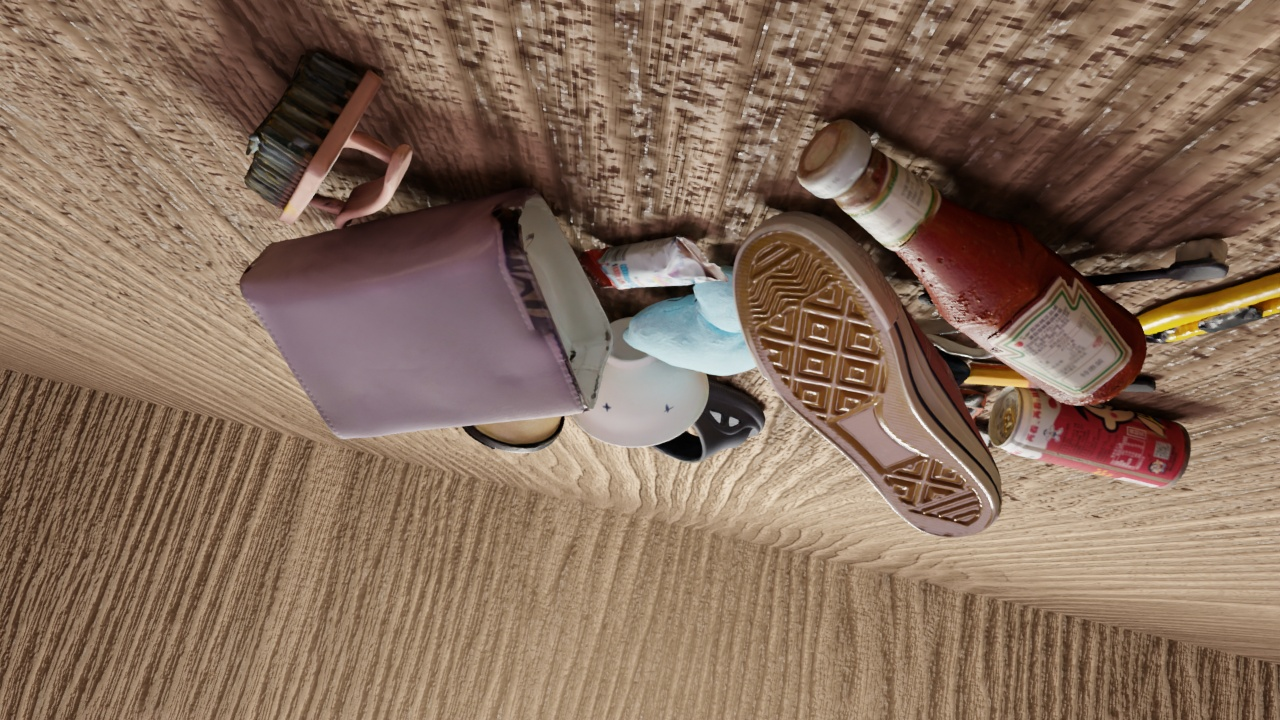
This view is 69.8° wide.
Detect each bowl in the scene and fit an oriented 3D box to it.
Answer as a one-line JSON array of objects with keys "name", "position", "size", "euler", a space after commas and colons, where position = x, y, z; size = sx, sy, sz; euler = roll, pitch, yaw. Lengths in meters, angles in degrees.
[{"name": "bowl", "position": [-0.004, 0.004, 0.740], "size": [0.118, 0.118, 0.065], "euler": [10, 140, 14]}]

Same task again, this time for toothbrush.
[{"name": "toothbrush", "position": [0.223, -0.043, 0.498], "size": [0.015, 0.018, 0.181], "euler": [24, 165, -28]}]

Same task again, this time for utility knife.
[{"name": "utility knife", "position": [0.312, -0.031, 0.459], "size": [0.033, 0.015, 0.178], "euler": [13, 166, -10]}]

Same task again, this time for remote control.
[{"name": "remote control", "position": [0.212, 0.011, 0.697], "size": [0.053, 0.024, 0.136], "euler": [12, 167, 4]}]

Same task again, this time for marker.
[{"name": "marker", "position": [0.296, 0.013, 0.653], "size": [0.124, 0.015, 0.018], "euler": [4, 165, 24]}]

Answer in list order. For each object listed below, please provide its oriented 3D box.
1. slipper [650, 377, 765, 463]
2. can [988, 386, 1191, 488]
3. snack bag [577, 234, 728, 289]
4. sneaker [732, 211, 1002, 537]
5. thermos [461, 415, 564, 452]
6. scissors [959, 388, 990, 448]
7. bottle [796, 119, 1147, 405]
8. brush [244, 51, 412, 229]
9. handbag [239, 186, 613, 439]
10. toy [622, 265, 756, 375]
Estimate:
[{"name": "slipper", "position": [0.027, 0.053, 0.910], "size": [0.111, 0.083, 0.268], "euler": [5, 165, 36]}, {"name": "can", "position": [0.340, 0.058, 0.701], "size": [0.133, 0.053, 0.053], "euler": [14, 166, -2]}, {"name": "snack bag", "position": [0.007, -0.062, 0.593], "size": [0.105, 0.026, 0.045], "euler": [-1, 142, 45]}, {"name": "sneaker", "position": [0.143, 0.001, 0.553], "size": [0.119, 0.087, 0.241], "euler": [-25, 115, 38]}, {"name": "thermos", "position": [-0.088, 0.003, 0.713], "size": [0.093, 0.092, 0.144], "euler": [17, 129, -14]}, {"name": "scissors", "position": [0.310, 0.062, 0.823], "size": [0.189, 0.015, 0.225], "euler": [21, 163, -30]}, {"name": "bottle", "position": [0.160, -0.045, 0.440], "size": [0.206, 0.059, 0.060], "euler": [30, 160, -23]}, {"name": "brush", "position": [-0.175, -0.107, 0.508], "size": [0.073, 0.063, 0.146], "euler": [30, 161, -22]}, {"name": "handbag", "position": [-0.135, -0.031, 0.603], "size": [0.197, 0.098, 0.145], "euler": [-8, 133, 19]}, {"name": "toy", "position": [0.062, -0.024, 0.647], "size": [0.161, 0.049, 0.156], "euler": [5, 155, 10]}]
